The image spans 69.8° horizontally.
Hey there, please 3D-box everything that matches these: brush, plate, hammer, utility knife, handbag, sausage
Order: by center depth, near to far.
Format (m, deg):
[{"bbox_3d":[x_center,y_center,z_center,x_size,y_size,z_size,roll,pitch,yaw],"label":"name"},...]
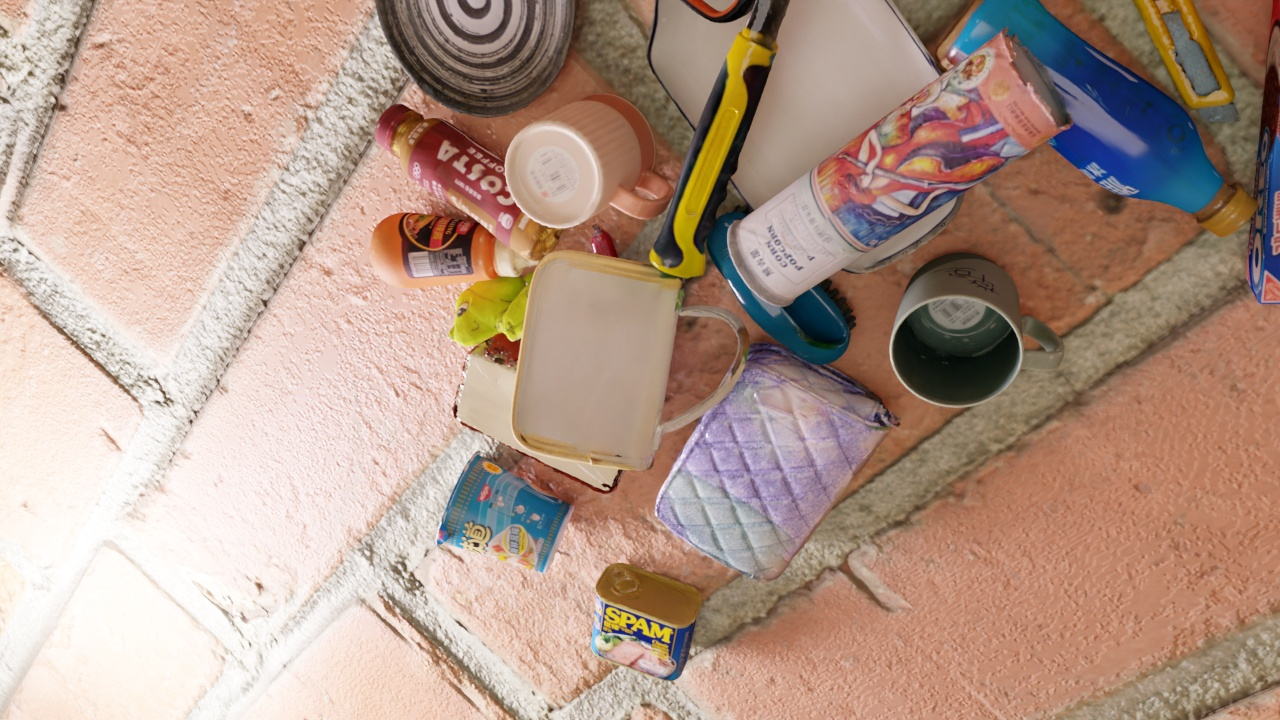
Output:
[{"bbox_3d":[0.330,-0.217,0.568,0.033,0.015,0.168,-27,102,32],"label":"utility knife"},{"bbox_3d":[0.068,-0.194,0.598,0.126,0.031,0.324,20,126,-2],"label":"hammer"},{"bbox_3d":[0.119,-0.188,0.645,0.162,0.034,0.265,-36,94,33],"label":"plate"},{"bbox_3d":[0.104,-0.053,0.702,0.144,0.073,0.055,48,129,-5],"label":"brush"},{"bbox_3d":[-0.127,-0.280,0.711,0.180,0.024,0.180,10,118,19],"label":"plate"},{"bbox_3d":[-0.004,0.004,0.727,0.179,0.063,0.163,11,94,19],"label":"handbag"},{"bbox_3d":[0.106,0.084,0.767,0.134,0.075,0.194,30,123,2],"label":"handbag"},{"bbox_3d":[-0.014,-0.043,0.785,0.020,0.020,0.156,-10,110,25],"label":"sausage"}]

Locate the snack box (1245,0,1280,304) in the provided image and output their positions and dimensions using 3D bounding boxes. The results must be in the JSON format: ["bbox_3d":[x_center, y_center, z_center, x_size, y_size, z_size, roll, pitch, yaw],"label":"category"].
[{"bbox_3d":[0.410,-0.136,0.552,0.058,0.057,0.208,1,115,24],"label":"snack box"}]

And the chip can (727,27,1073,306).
[{"bbox_3d":[0.157,-0.116,0.588,0.215,0.071,0.071,-33,99,36],"label":"chip can"}]

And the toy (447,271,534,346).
[{"bbox_3d":[-0.120,-0.047,0.800,0.100,0.096,0.031,27,163,41],"label":"toy"}]

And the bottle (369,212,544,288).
[{"bbox_3d":[-0.155,-0.094,0.794,0.149,0.066,0.067,3,115,12],"label":"bottle"}]

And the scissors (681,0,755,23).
[{"bbox_3d":[0.008,-0.321,0.613,0.199,0.021,0.227,-40,82,38],"label":"scissors"}]

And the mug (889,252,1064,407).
[{"bbox_3d":[0.237,-0.023,0.644,0.112,0.106,0.082,14,117,15],"label":"mug"}]

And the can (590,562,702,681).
[{"bbox_3d":[0.004,0.258,0.899,0.102,0.057,0.083,16,121,14],"label":"can"}]

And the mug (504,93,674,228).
[{"bbox_3d":[-0.032,-0.143,0.693,0.114,0.105,0.082,33,121,4],"label":"mug"}]

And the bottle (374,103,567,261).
[{"bbox_3d":[-0.141,-0.151,0.754,0.175,0.057,0.058,35,122,12],"label":"bottle"}]

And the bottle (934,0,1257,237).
[{"bbox_3d":[0.292,-0.155,0.584,0.218,0.065,0.065,38,122,2],"label":"bottle"}]

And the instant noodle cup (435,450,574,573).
[{"bbox_3d":[-0.127,0.153,0.884,0.110,0.099,0.099,22,120,1],"label":"instant noodle cup"}]

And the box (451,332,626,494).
[{"bbox_3d":[-0.080,0.045,0.819,0.168,0.076,0.091,25,121,8],"label":"box"}]
